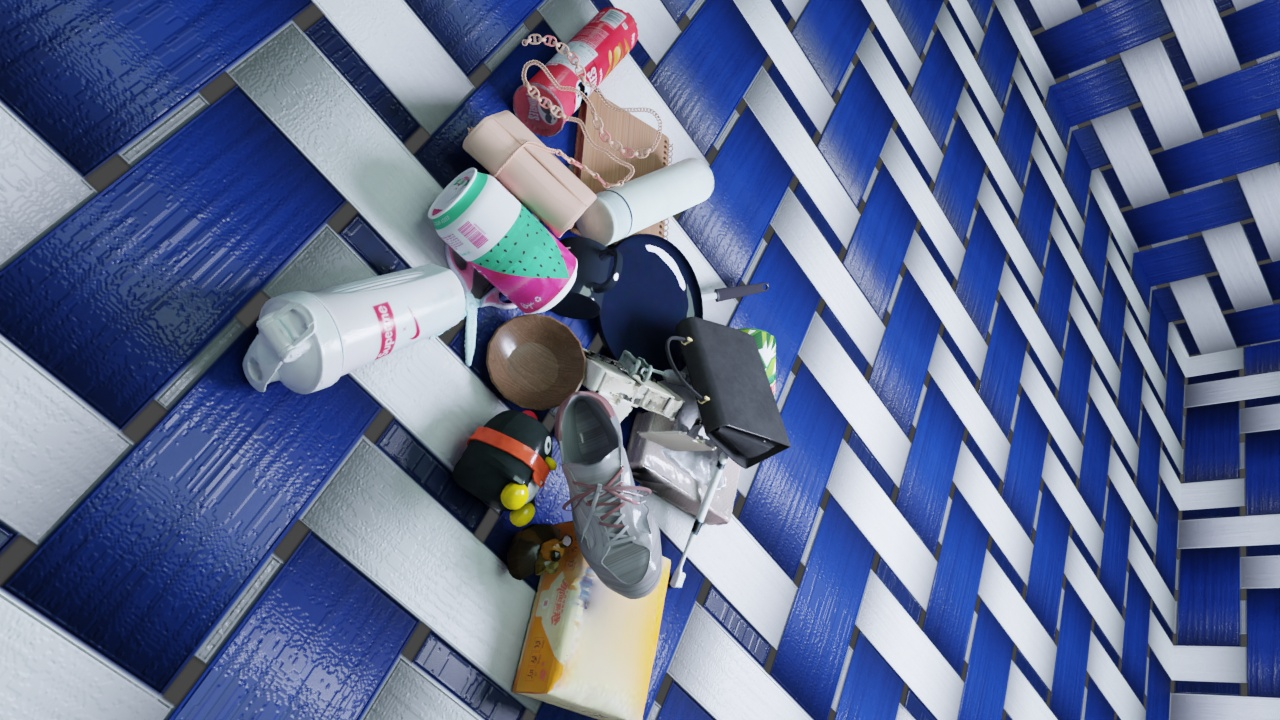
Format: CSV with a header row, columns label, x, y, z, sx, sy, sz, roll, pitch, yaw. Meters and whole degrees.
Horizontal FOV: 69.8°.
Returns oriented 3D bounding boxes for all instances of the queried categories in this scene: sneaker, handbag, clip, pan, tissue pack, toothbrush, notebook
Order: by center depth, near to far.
label,x,y,z,sx,sy,sz,roll,pitch,yaw
sneaker,-0.041,0.138,0.980,0.089,0.099,0.236,57,13,-72
handbag,-0.099,-0.263,1.053,0.199,0.187,0.116,43,14,-8
clip,-0.005,0.007,1.116,0.047,0.076,0.023,24,96,-14
handbag,0.092,0.026,1.182,0.195,0.072,0.175,27,40,-48
toothbrush,0.079,0.207,1.194,0.017,0.012,0.186,27,82,-47
tissue pack,0.064,0.137,1.217,0.181,0.071,0.103,35,56,-29
toothbrush,0.050,0.023,1.234,0.185,0.024,0.022,19,84,-56
notebook,-0.021,-0.246,1.268,0.169,0.022,0.210,21,64,-40
pan,0.067,-0.084,1.289,0.355,0.021,0.199,-13,97,-43

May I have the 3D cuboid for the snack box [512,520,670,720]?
label,x,y,z,sx,sy,sz,roll,pitch,yaw
snack box,-0.046,0.297,1.042,0.145,0.081,0.194,33,57,-34

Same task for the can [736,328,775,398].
label,x,y,z,sx,sy,sz,roll,pitch,yaw
can,0.152,0.033,1.320,0.083,0.083,0.144,22,64,-40

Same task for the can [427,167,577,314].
label,x,y,z,sx,sy,sz,roll,pitch,yaw
can,-0.152,-0.132,1.030,0.166,0.088,0.088,44,51,-28

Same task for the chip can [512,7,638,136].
label,x,y,z,sx,sy,sz,roll,pitch,yaw
chip can,-0.081,-0.387,1.211,0.073,0.073,0.232,51,47,-23

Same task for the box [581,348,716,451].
label,x,y,z,sx,sy,sz,roll,pitch,yaw
box,-0.016,0.074,1.098,0.143,0.194,0.101,22,98,-34

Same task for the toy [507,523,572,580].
label,x,y,z,sx,sy,sz,roll,pitch,yaw
toy,-0.104,0.206,0.996,0.062,0.100,0.076,52,49,-13

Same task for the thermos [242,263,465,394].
label,x,y,z,sx,sy,sz,roll,pitch,yaw
thermos,-0.274,-0.040,0.899,0.219,0.100,0.099,-29,100,-50

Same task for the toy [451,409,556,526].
label,x,y,z,sx,sy,sz,roll,pitch,yaw
toy,-0.139,0.102,0.989,0.119,0.100,0.098,-60,166,-24

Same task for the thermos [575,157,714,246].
label,x,y,z,sx,sy,sz,roll,pitch,yaw
thermos,0.010,-0.214,1.226,0.229,0.068,0.068,-32,102,-45

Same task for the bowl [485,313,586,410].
label,x,y,z,sx,sy,sz,roll,pitch,yaw
bowl,-0.123,0.005,1.066,0.117,0.030,0.117,6,70,-17

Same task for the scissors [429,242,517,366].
label,x,y,z,sx,sy,sz,roll,pitch,yaw
scissors,-0.179,-0.072,1.062,0.158,0.014,0.172,12,70,-43

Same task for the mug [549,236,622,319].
label,x,y,z,sx,sy,sz,roll,pitch,yaw
mug,-0.065,-0.104,1.121,0.071,0.105,0.077,33,57,-42
